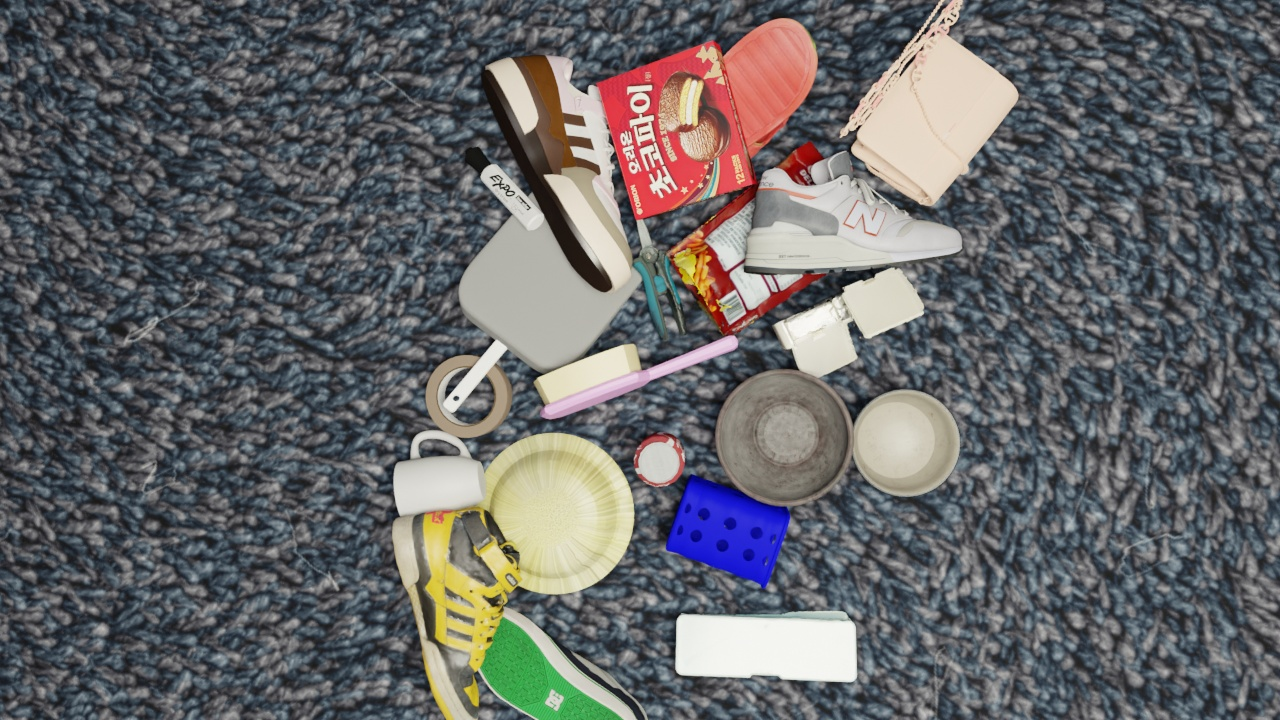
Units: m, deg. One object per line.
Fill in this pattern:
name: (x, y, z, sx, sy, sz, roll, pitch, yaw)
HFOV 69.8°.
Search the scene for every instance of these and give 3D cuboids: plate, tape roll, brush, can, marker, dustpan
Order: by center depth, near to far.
can: (0.022, 0.107, 1.000, 0.054, 0.096, 0.054, 0, 89, 3)
brush: (-0.006, 0.006, 1.007, 0.229, 0.089, 0.043, -21, 83, 4)
dustpan: (-0.135, -0.047, 1.030, 0.163, 0.033, 0.257, 37, 74, 3)
plate: (-0.101, 0.176, 1.037, 0.184, 0.036, 0.184, 0, 89, 4)
marker: (-0.157, -0.197, 1.040, 0.025, 0.025, 0.126, -43, 74, 2)
tape roll: (-0.195, 0.041, 1.048, 0.094, 0.030, 0.093, 0, 89, 4)

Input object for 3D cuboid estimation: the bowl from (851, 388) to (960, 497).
bowl: (0.283, 0.088, 1.003, 0.115, 0.059, 0.115, 0, 89, 3)

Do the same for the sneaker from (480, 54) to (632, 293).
sneaker: (-0.061, -0.214, 1.007, 0.116, 0.112, 0.293, -26, 74, -10)

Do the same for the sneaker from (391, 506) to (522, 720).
sneaker: (-0.178, 0.269, 0.988, 0.122, 0.086, 0.238, -16, 95, 1)

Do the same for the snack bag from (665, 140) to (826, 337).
snack bag: (0.145, -0.130, 1.015, 0.208, 0.066, 0.139, -36, 93, 0)

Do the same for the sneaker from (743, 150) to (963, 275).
sneaker: (0.222, -0.158, 0.968, 0.239, 0.089, 0.124, -7, 96, -9)

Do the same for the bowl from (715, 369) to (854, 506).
bowl: (0.158, 0.082, 1.002, 0.145, 0.067, 0.145, 0, 89, 12)

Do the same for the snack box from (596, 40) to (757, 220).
snack box: (0.040, -0.245, 0.991, 0.133, 0.035, 0.152, -14, 96, 18)

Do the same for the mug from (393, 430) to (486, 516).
mug: (-0.224, 0.126, 1.037, 0.089, 0.071, 0.107, -9, 61, 0)

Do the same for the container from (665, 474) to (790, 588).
container: (0.094, 0.183, 1.002, 0.113, 0.084, 0.085, 19, 92, 5)

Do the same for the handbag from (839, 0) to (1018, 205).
handbag: (0.307, -0.257, 0.942, 0.116, 0.187, 0.198, 39, 87, 10)

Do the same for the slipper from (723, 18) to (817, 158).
slipper: (0.094, -0.269, 1.021, 0.249, 0.059, 0.103, -40, 88, 18)

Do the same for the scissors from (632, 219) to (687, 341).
scissors: (0.013, -0.092, 1.035, 0.130, 0.019, 0.135, 31, 76, -13)

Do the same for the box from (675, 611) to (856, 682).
box: (0.137, 0.315, 1.014, 0.199, 0.072, 0.086, -1, 108, 5)

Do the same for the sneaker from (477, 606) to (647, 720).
sneaker: (-0.093, 0.354, 1.025, 0.235, 0.079, 0.084, 32, 98, 20)

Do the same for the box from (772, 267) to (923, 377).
box: (0.216, -0.035, 0.947, 0.143, 0.181, 0.081, -25, 89, 9)
